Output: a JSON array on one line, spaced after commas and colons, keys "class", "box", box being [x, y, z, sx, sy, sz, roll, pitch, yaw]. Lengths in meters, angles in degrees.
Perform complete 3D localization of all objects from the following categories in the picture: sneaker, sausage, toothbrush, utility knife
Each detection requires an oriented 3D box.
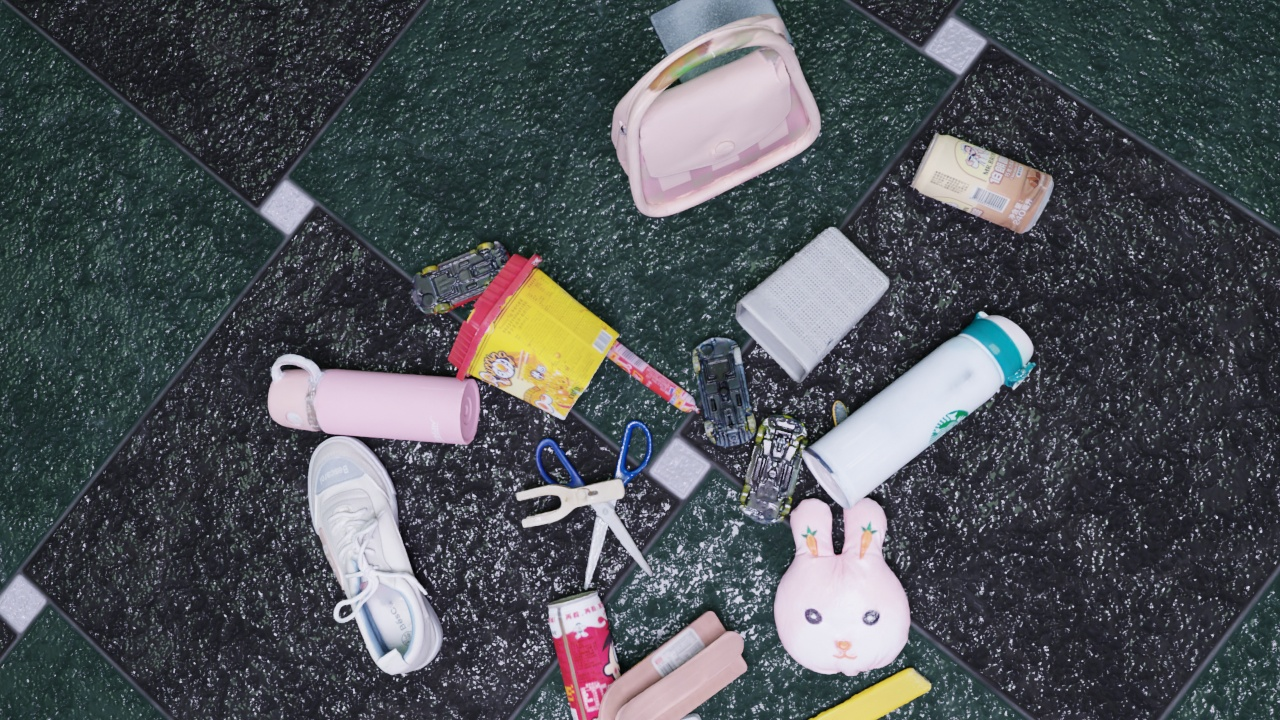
[{"class": "sneaker", "box": [-0.267, 0.186, 0.877, 0.089, 0.091, 0.242, -26, 81, 2]}, {"class": "sausage", "box": [-0.005, 0.005, 0.902, 0.156, 0.020, 0.020, 37, 89, 9]}, {"class": "toothbrush", "box": [0.205, 0.131, 0.863, 0.016, 0.018, 0.191, -11, 82, 7]}, {"class": "utility knife", "box": [0.196, 0.327, 0.844, 0.154, 0.015, 0.033, -29, 87, 2]}]

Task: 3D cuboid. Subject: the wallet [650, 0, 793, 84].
[{"class": "wallet", "box": [0.081, -0.336, 0.932, 0.121, 0.019, 0.097, -24, 79, 5]}]

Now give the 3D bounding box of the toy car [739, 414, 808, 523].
[{"class": "toy car", "box": [0.126, 0.103, 0.870, 0.048, 0.032, 0.105, 14, 97, 8]}]

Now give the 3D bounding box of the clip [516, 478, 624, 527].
[{"class": "clip", "box": [-0.070, 0.133, 0.886, 0.104, 0.084, 0.035, -12, 84, -19]}]

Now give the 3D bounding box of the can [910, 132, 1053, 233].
[{"class": "can", "box": [0.320, -0.167, 0.863, 0.116, 0.058, 0.058, 25, 87, 9]}]

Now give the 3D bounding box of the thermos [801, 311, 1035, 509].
[{"class": "thermos", "box": [0.256, 0.043, 0.832, 0.224, 0.073, 0.073, -36, 81, -6]}]

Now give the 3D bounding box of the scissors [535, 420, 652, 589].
[{"class": "scissors", "box": [-0.037, 0.133, 0.896, 0.162, 0.012, 0.175, 31, 89, 8]}]

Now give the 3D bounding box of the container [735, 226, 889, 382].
[{"class": "container", "box": [0.161, -0.053, 0.855, 0.114, 0.090, 0.090, -43, 81, -3]}]

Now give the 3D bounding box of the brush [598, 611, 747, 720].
[{"class": "brush", "box": [0.025, 0.288, 0.817, 0.145, 0.073, 0.063, -28, 81, -26]}]

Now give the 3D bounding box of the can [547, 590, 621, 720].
[{"class": "can", "box": [-0.047, 0.287, 0.857, 0.053, 0.053, 0.132, -16, 82, 5]}]

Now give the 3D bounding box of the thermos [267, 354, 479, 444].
[{"class": "thermos", "box": [-0.263, 0.035, 0.899, 0.199, 0.087, 0.067, 6, 40, 7]}]

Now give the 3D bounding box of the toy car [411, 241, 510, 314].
[{"class": "toy car", "box": [-0.179, -0.081, 0.926, 0.106, 0.031, 0.049, -22, 81, 3]}]

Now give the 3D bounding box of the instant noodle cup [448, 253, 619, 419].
[{"class": "instant noodle cup", "box": [-0.098, -0.017, 0.864, 0.123, 0.116, 0.115, 33, 53, -4]}]

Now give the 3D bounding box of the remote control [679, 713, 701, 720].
[{"class": "remote control", "box": [-0.008, 0.378, 0.859, 0.150, 0.021, 0.058, -17, 82, 4]}]

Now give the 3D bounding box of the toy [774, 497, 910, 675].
[{"class": "toy", "box": [0.181, 0.206, 0.838, 0.121, 0.054, 0.159, -6, 82, 18]}]

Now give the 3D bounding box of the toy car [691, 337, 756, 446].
[{"class": "toy car", "box": [0.080, 0.030, 0.883, 0.049, 0.031, 0.105, -11, 84, 5]}]

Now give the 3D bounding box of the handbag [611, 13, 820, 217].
[{"class": "handbag", "box": [0.062, -0.228, 0.811, 0.193, 0.234, 0.093, -25, 79, 3]}]
